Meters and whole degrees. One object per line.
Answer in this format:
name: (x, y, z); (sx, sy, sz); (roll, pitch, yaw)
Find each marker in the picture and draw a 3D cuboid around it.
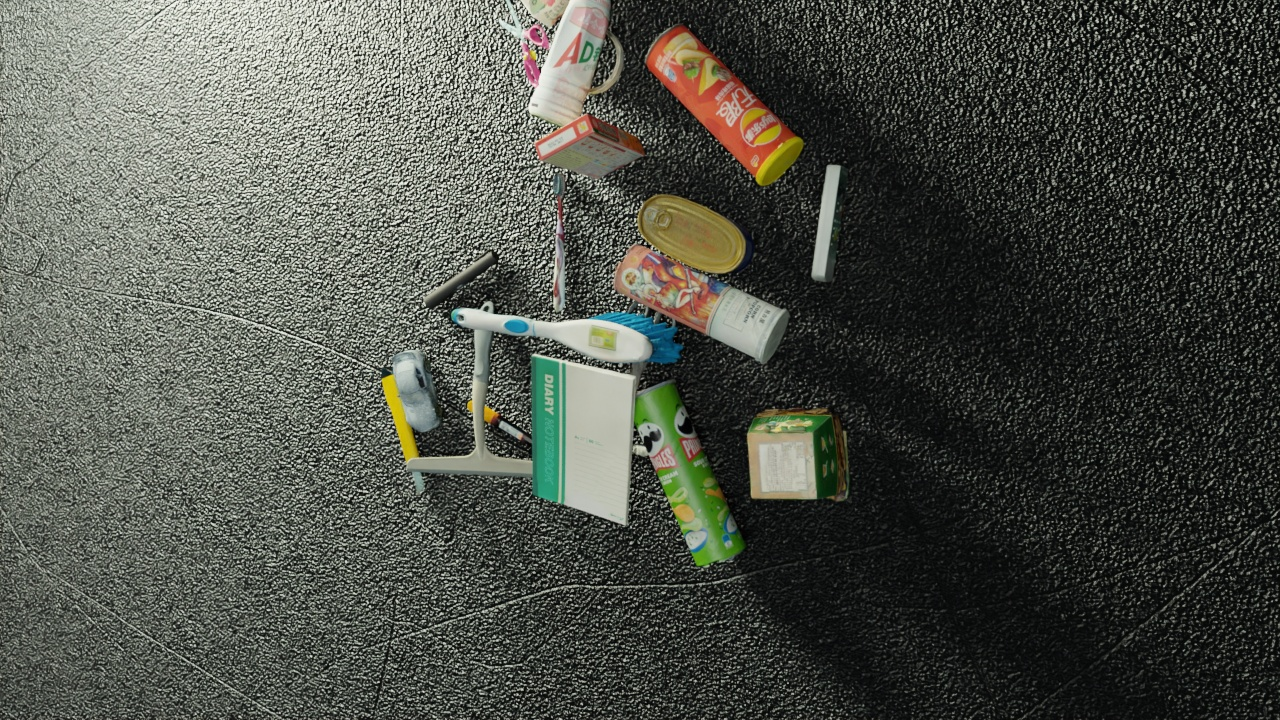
marker: (-0.191, 0.091, 1.293); (0.124, 0.015, 0.018); (30, 101, 16)
marker: (-0.255, -0.115, 1.299); (0.132, 0.020, 0.022); (-32, 93, 21)

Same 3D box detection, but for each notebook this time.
notebook: (-0.078, 0.103, 1.194); (0.150, 0.012, 0.209); (13, 114, 24)

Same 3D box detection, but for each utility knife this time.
utility knife: (-0.349, 0.102, 1.356); (0.033, 0.015, 0.197); (-17, 88, 38)

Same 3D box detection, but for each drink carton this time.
drink carton: (-0.097, -0.496, 1.189); (0.123, 0.053, 0.045); (-41, 78, 19)

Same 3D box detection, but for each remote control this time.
remote control: (0.224, -0.160, 1.083); (0.019, 0.056, 0.135); (9, 97, 20)

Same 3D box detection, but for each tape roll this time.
tape roll: (-0.063, -0.394, 1.204); (0.086, 0.013, 0.086); (2, 95, 22)

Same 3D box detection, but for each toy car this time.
toy car: (-0.326, 0.045, 1.333); (0.054, 0.036, 0.120); (-15, 91, 22)

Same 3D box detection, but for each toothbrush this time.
toothbrush: (-0.111, -0.159, 1.239); (0.016, 0.017, 0.187); (3, 94, 22)
toothbrush: (-0.068, 0.106, 1.244); (0.181, 0.018, 0.016); (11, 105, 23)

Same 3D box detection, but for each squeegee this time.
squeegee: (-0.218, 0.039, 1.274); (0.247, 0.039, 0.246); (1, 88, 17)

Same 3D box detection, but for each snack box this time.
snack box: (0.179, 0.120, 1.095); (0.118, 0.105, 0.117); (-3, 93, 23)
snack box: (-0.060, -0.262, 1.136); (0.077, 0.155, 0.027); (-22, 83, 22)

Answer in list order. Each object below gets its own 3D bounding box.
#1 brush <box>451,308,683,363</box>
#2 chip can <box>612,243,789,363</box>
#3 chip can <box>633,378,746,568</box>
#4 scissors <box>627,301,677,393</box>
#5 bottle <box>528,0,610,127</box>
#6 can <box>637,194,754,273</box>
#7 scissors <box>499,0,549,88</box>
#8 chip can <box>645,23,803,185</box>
brush: (-0.101, -0.040, 1.200); (0.315, 0.109, 0.060); (13, 104, 35)
chip can: (0.073, -0.073, 1.143); (0.215, 0.071, 0.071); (27, 103, 19)
chip can: (0.058, 0.143, 1.166); (0.072, 0.072, 0.236); (-26, 85, 22)
scissors: (0.005, 0.008, 1.207); (0.141, 0.014, 0.173); (-16, 88, 23)
bottle: (-0.082, -0.398, 1.168); (0.068, 0.068, 0.197); (23, 99, 19)
can: (0.070, -0.158, 1.149); (0.148, 0.049, 0.075); (27, 103, 18)
scissors: (-0.153, -0.430, 1.210); (0.124, 0.017, 0.133); (-13, 99, 65)
chip can: (0.101, -0.312, 1.114); (0.073, 0.073, 0.216); (-45, 77, 19)
